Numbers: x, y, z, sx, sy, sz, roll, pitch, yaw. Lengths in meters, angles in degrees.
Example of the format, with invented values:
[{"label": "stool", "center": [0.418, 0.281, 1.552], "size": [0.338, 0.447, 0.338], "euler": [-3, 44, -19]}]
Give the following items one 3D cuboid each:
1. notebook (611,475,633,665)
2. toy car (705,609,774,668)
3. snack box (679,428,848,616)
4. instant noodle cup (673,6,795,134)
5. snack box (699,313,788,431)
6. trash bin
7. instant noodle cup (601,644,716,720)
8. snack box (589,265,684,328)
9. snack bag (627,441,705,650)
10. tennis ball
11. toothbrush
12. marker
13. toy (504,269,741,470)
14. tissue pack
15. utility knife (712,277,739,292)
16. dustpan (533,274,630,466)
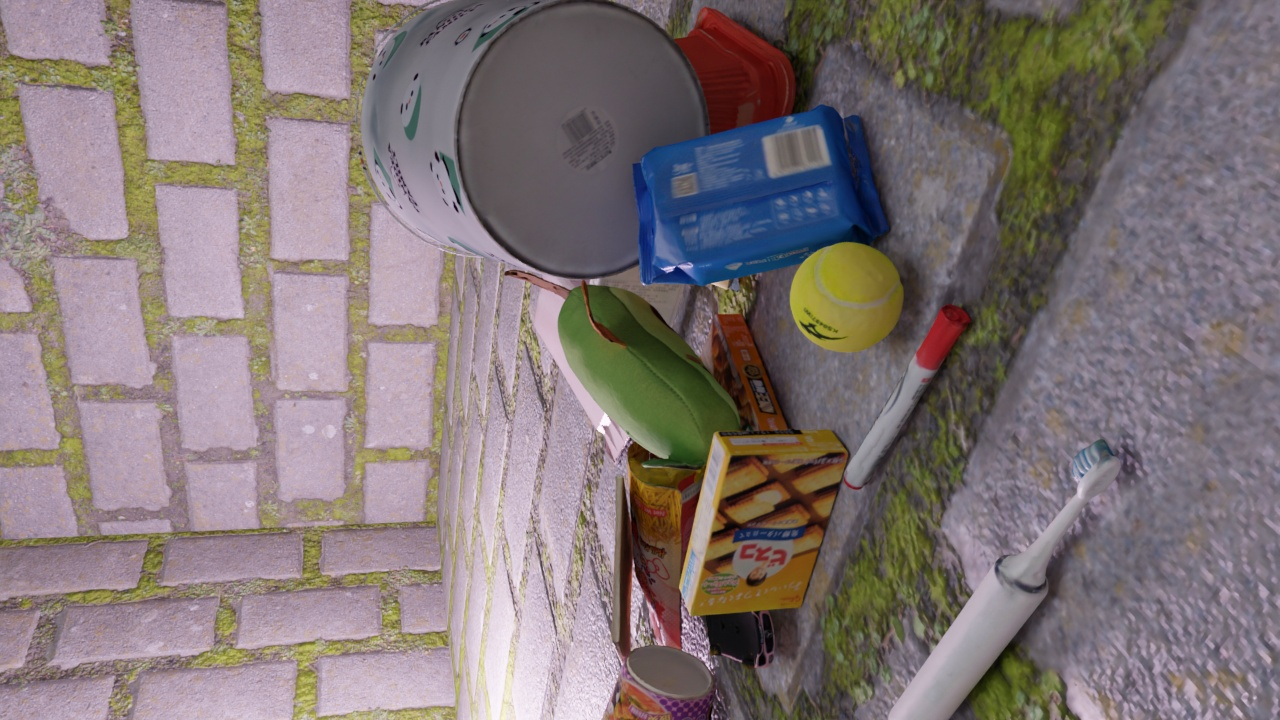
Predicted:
[{"label": "notebook", "center": [-0.015, 0.212, 0.875], "size": [0.208, 0.008, 0.147], "euler": [85, -175, -64]}, {"label": "toy car", "center": [0.079, 0.207, 0.717], "size": [0.122, 0.037, 0.056], "euler": [148, 116, -72]}, {"label": "snack box", "center": [0.082, 0.113, 0.631], "size": [0.033, 0.086, 0.141], "euler": [-115, 31, -55]}, {"label": "instant noodle cup", "center": [0.051, -0.188, 0.751], "size": [0.188, 0.079, 0.165], "euler": [-121, 32, -52]}, {"label": "snack box", "center": [0.081, 0.040, 0.734], "size": [0.075, 0.026, 0.153], "euler": [106, 157, -43]}, {"label": "trash bin", "center": [-0.084, -0.173, 0.711], "size": [0.252, 0.229, 0.230], "euler": [-148, 59, -60]}, {"label": "instant noodle cup", "center": [0.017, 0.318, 0.819], "size": [0.111, 0.111, 0.099], "euler": [-135, 58, -66]}, {"label": "snack box", "center": [-0.005, -0.064, 0.861], "size": [0.026, 0.084, 0.157], "euler": [-111, 29, -50]}, {"label": "snack bag", "center": [0.020, 0.175, 0.889], "size": [0.128, 0.073, 0.208], "euler": [-117, 25, -54]}, {"label": "tennis ball", "center": [0.122, -0.037, 0.543], "size": [0.065, 0.065, 0.065], "euler": [180, 91, -73]}, {"label": "toothbrush", "center": [0.172, 0.122, 0.446], "size": [0.026, 0.026, 0.222], "euler": [-102, 21, -49]}, {"label": "marker", "center": [0.151, 0.026, 0.533], "size": [0.146, 0.017, 0.017], "euler": [108, 156, -43]}, {"label": "toy", "center": [-0.004, 0.004, 0.735], "size": [0.246, 0.090, 0.227], "euler": [46, 180, 40]}, {"label": "tissue pack", "center": [0.071, -0.102, 0.590], "size": [0.052, 0.157, 0.095], "euler": [50, -149, -68]}, {"label": "utility knife", "center": [0.053, -0.086, 0.841], "size": [0.165, 0.018, 0.031], "euler": [-137, 45, -69]}, {"label": "dustpan", "center": [-0.024, -0.049, 1.076], "size": [0.273, 0.138, 0.223], "euler": [56, 156, 12]}]
